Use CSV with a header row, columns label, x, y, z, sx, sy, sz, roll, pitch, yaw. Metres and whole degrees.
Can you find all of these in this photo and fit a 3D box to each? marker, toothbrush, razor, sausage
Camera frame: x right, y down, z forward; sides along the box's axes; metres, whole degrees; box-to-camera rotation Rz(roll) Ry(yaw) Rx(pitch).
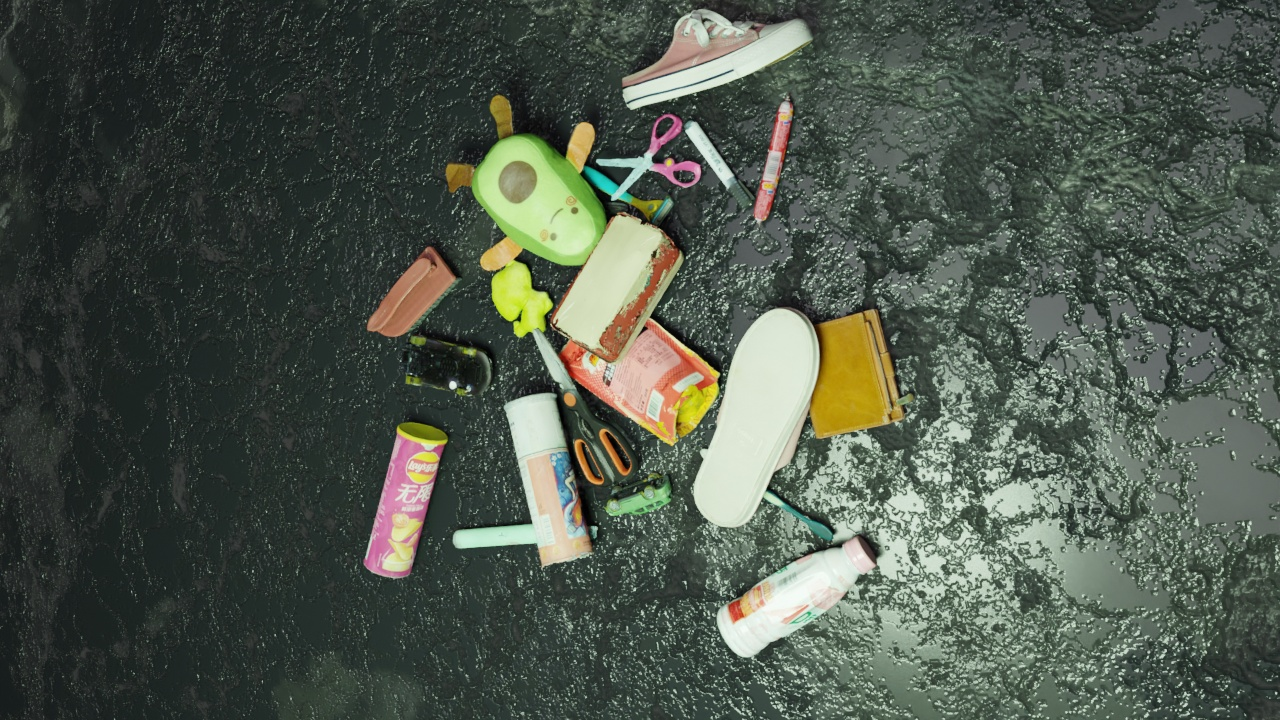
label,x,y,z,sx,sy,sz,roll,pitch,yaw
marker,0.096,-0.239,1.114,0.022,0.018,0.130,-32,78,-3
toothbrush,0.151,0.159,1.108,0.192,0.018,0.016,33,105,22
toothbrush,-0.099,-0.201,1.206,0.181,0.018,0.015,5,94,22
razor,-0.023,-0.213,1.162,0.132,0.028,0.043,31,83,17
sausage,0.158,-0.235,1.084,0.020,0.020,0.156,16,99,23
toothbrush,-0.157,0.236,1.245,0.225,0.026,0.027,-9,70,24

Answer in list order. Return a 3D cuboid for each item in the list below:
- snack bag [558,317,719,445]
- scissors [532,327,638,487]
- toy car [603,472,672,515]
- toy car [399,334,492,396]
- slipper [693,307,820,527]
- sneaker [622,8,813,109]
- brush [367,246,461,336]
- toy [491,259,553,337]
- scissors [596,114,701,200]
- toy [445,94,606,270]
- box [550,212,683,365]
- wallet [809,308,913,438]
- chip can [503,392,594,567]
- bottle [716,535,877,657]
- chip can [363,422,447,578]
label,x,y,z,sx,sy,sz,roll,pitch,yaw
snack bag,-0.007,0.007,1.149,0.208,0.073,0.129,35,99,27
scissors,-0.068,0.053,1.170,0.137,0.021,0.235,-2,108,34
toy car,-0.003,0.173,1.161,0.091,0.043,0.036,-18,107,16
toy car,-0.270,0.008,1.277,0.158,0.042,0.070,13,98,25
slipper,0.140,0.070,1.080,0.114,0.054,0.274,26,105,34
sneaker,0.078,-0.366,1.072,0.242,0.118,0.088,-9,109,30
brush,-0.323,-0.089,1.282,0.146,0.069,0.063,-43,74,20
toy,-0.163,-0.082,1.231,0.100,0.031,0.097,23,103,22
scissors,0.011,-0.253,1.139,0.133,0.017,0.125,5,89,10
toy,-0.136,-0.210,1.161,0.247,0.089,0.227,41,107,7
box,-0.030,-0.089,1.114,0.091,0.079,0.168,30,88,32
wallet,0.240,0.015,1.048,0.119,0.035,0.130,-15,86,26
chip can,-0.119,0.154,1.185,0.071,0.071,0.214,-20,77,24
bottle,0.184,0.272,1.072,0.197,0.068,0.068,-37,77,17
chip can,-0.333,0.198,1.300,0.071,0.071,0.211,21,101,22
